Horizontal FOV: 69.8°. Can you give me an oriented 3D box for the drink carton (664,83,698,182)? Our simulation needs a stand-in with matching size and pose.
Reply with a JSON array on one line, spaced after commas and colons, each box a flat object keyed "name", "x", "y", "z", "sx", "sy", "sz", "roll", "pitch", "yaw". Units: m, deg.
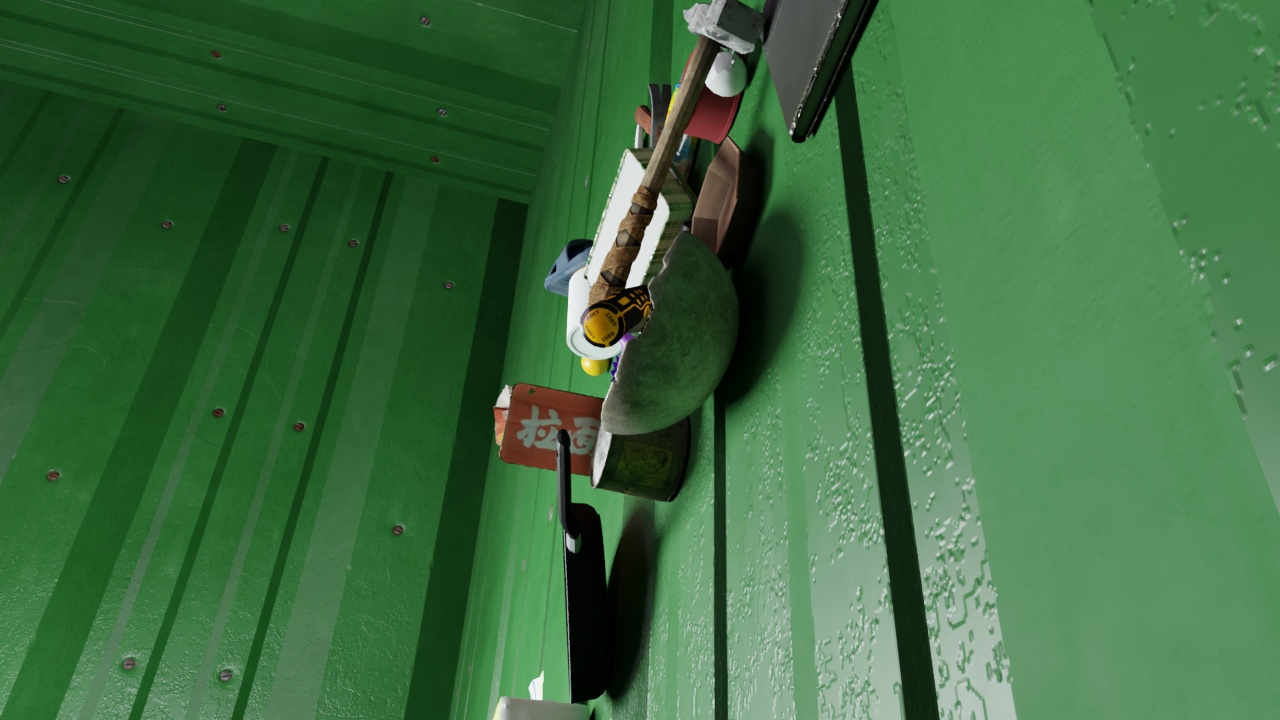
[{"name": "drink carton", "x": 0.045, "y": -0.254, "z": 1.062, "sx": 0.044, "sy": 0.038, "sz": 0.129, "roll": -124, "pitch": 47, "yaw": -73}]

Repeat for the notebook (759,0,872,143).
[{"name": "notebook", "x": 0.137, "y": -0.293, "z": 0.717, "sx": 0.208, "sy": 0.029, "sz": 0.170, "roll": -97, "pitch": 20, "yaw": -47}]

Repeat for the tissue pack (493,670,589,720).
[{"name": "tissue pack", "x": -0.127, "y": 0.446, "z": 1.035, "sx": 0.141, "sy": 0.120, "sz": 0.198, "roll": -100, "pitch": 31, "yaw": -56}]

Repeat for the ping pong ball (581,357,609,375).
[{"name": "ping pong ball", "x": -0.065, "y": 0.002, "z": 1.315, "sx": 0.040, "sy": 0.040, "sz": 0.040, "roll": -169, "pitch": 91, "yaw": -78}]

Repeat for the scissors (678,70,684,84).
[{"name": "scissors", "x": 0.051, "y": -0.321, "z": 1.142, "sx": 0.126, "sy": 0.019, "sz": 0.144, "roll": -102, "pitch": 21, "yaw": -60}]

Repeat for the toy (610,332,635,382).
[{"name": "toy", "x": -0.006, "y": 0.006, "z": 1.008, "sx": 0.106, "sy": 0.056, "sz": 0.088, "roll": 141, "pitch": 139, "yaw": -66}]

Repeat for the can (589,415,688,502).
[{"name": "can", "x": -0.001, "y": 0.085, "z": 0.878, "sx": 0.090, "sy": 0.074, "sz": 0.090, "roll": -168, "pitch": 91, "yaw": -79}]

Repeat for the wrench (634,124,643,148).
[{"name": "wrench", "x": -0.005, "y": -0.261, "z": 1.334, "sx": 0.066, "sy": 0.018, "sz": 0.272, "roll": 101, "pitch": 173, "yaw": -47}]

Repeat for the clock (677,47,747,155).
[{"name": "clock", "x": 0.073, "y": -0.282, "z": 0.940, "sx": 0.138, "sy": 0.048, "sz": 0.096, "roll": 114, "pitch": 163, "yaw": -49}]

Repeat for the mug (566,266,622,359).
[{"name": "mug", "x": -0.059, "y": -0.066, "z": 1.255, "sx": 0.082, "sy": 0.082, "sz": 0.105, "roll": 116, "pitch": 161, "yaw": -48}]

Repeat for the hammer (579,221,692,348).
[{"name": "hammer", "x": 0.002, "y": -0.057, "z": 0.847, "sx": 0.320, "sy": 0.036, "sz": 0.123, "roll": -46, "pitch": -21, "yaw": -72}]

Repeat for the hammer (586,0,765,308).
[{"name": "hammer", "x": 0.019, "y": -0.187, "z": 0.861, "sx": 0.319, "sy": 0.049, "sz": 0.121, "roll": -67, "pitch": 21, "yaw": 10}]

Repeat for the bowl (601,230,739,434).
[{"name": "bowl", "x": 0.035, "y": -0.011, "z": 0.763, "sx": 0.178, "sy": 0.081, "sz": 0.178, "roll": 28, "pitch": -94, "yaw": -87}]

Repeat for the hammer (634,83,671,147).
[{"name": "hammer", "x": 0.015, "y": -0.323, "z": 1.250, "sx": 0.300, "sy": 0.028, "sz": 0.111, "roll": -103, "pitch": 15, "yaw": -70}]

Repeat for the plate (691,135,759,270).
[{"name": "plate", "x": 0.078, "y": -0.135, "z": 0.837, "sx": 0.131, "sy": 0.025, "sz": 0.131, "roll": -169, "pitch": 91, "yaw": -78}]

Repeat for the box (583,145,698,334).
[{"name": "box", "x": -0.001, "y": -0.134, "z": 1.059, "sx": 0.117, "sy": 0.050, "sz": 0.206, "roll": 57, "pitch": 144, "yaw": 32}]

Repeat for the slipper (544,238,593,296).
[{"name": "slipper", "x": -0.079, "y": -0.149, "z": 1.387, "sx": 0.264, "sy": 0.101, "sz": 0.082, "roll": 158, "pitch": 122, "yaw": -71}]

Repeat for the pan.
[{"name": "pan", "x": -0.058, "y": 0.194, "z": 0.907, "sx": 0.203, "sy": 0.044, "sz": 0.356, "roll": -98, "pitch": 9, "yaw": -46}]

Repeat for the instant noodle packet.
[{"name": "instant noodle packet", "x": -0.080, "y": 0.076, "z": 1.031, "sx": 0.221, "sy": 0.164, "sz": 0.084, "roll": 177, "pitch": 103, "yaw": -78}]
